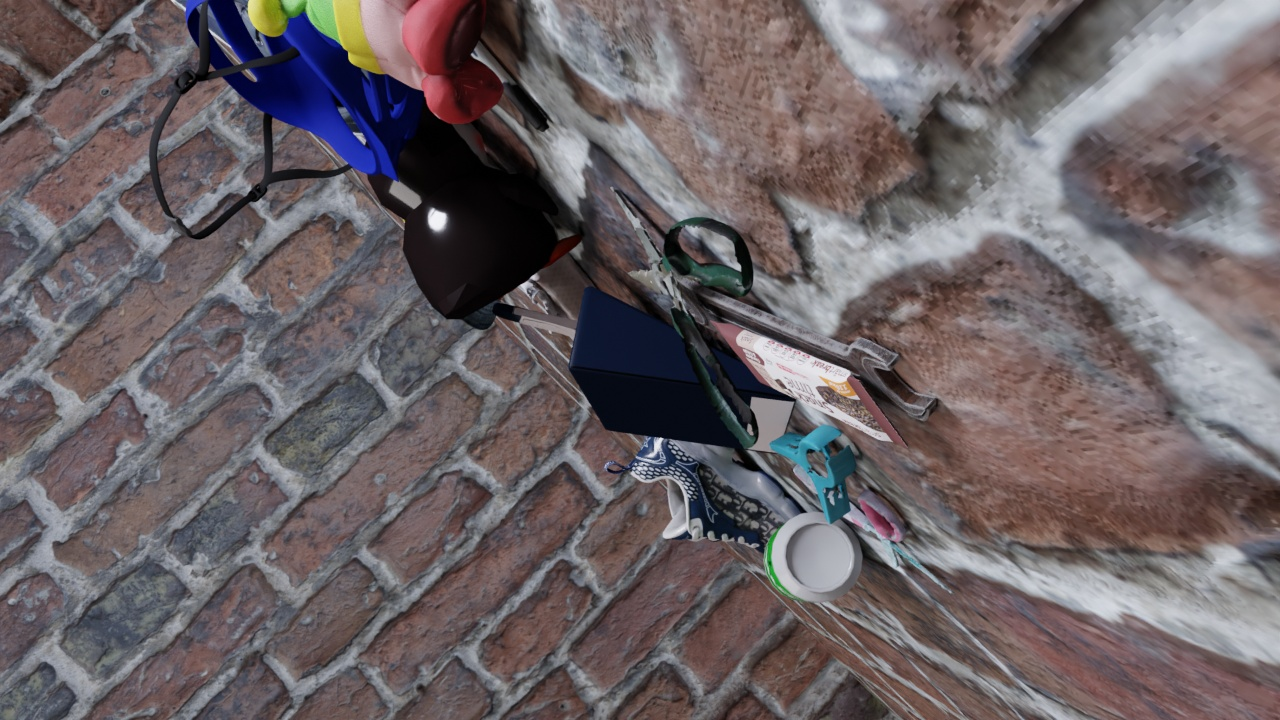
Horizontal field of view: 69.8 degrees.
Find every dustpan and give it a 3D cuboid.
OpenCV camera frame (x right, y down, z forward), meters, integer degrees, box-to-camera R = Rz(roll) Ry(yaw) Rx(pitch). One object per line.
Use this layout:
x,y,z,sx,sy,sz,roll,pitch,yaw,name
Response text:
-0.005,0.005,0.807,0.273,0.080,0.236,7,165,7,dustpan

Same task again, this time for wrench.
0.079,-0.020,0.567,0.070,0.010,0.273,49,171,-30,wrench

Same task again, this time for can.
0.175,0.205,0.949,0.088,0.087,0.140,43,172,12,can

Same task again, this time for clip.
0.140,0.084,0.690,0.097,0.026,0.116,51,170,14,clip

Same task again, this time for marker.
-0.111,-0.205,0.580,0.152,0.011,0.011,48,172,-18,marker

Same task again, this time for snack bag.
0.095,0.011,0.552,0.057,0.013,0.158,47,172,-28,snack bag

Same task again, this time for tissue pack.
-0.098,-0.083,0.961,0.104,0.071,0.181,36,164,53,tissue pack

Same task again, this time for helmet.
-0.275,-0.199,0.668,0.241,0.227,0.148,43,163,16,helmet

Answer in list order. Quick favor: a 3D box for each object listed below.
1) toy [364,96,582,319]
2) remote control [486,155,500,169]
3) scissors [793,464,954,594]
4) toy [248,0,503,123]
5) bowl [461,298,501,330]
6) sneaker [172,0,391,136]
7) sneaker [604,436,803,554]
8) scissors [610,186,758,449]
-0.167,-0.133,0.779,0.159,0.139,0.184,-28,99,39,toy
-0.151,-0.149,0.865,0.151,0.074,0.019,45,-155,-3,remote control
0.192,0.135,0.782,0.177,0.013,0.170,37,171,38,scissors
-0.149,-0.195,0.511,0.131,0.096,0.124,41,169,13,toy
-0.177,-0.106,0.985,0.137,0.057,0.136,56,-164,-26,bowl
-0.348,-0.328,0.835,0.294,0.121,0.127,43,-175,-9,sneaker
0.085,0.167,1.052,0.269,0.132,0.103,45,171,-14,sneaker
0.041,-0.030,0.576,0.201,0.015,0.206,58,166,-4,scissors
